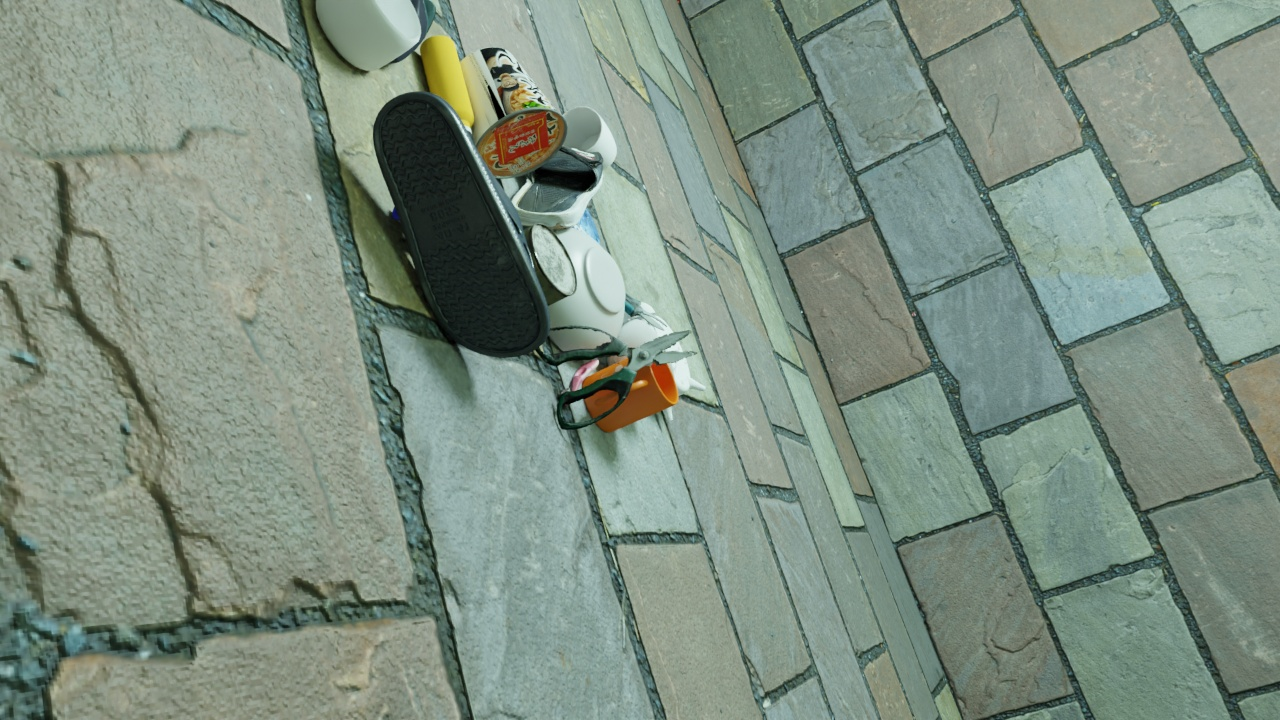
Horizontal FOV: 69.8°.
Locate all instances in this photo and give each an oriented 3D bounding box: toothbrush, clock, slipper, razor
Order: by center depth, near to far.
[{"bbox_3d":[-0.172,-0.128,0.897,0.083,0.111,0.268,-76,144,-74],"label":"slipper"},{"bbox_3d":[-0.271,-0.378,1.052,0.142,0.047,0.052,-85,170,-51],"label":"razor"},{"bbox_3d":[-0.074,0.022,1.128,0.134,0.022,0.016,-61,134,-65],"label":"toothbrush"},{"bbox_3d":[-0.109,-0.249,1.223,0.263,0.111,0.063,-76,172,-56],"label":"slipper"},{"bbox_3d":[-0.089,-0.173,1.276,0.125,0.052,0.088,49,24,-41],"label":"clock"},{"bbox_3d":[0.027,-0.006,1.354,0.161,0.073,0.125,58,20,-21],"label":"clock"}]

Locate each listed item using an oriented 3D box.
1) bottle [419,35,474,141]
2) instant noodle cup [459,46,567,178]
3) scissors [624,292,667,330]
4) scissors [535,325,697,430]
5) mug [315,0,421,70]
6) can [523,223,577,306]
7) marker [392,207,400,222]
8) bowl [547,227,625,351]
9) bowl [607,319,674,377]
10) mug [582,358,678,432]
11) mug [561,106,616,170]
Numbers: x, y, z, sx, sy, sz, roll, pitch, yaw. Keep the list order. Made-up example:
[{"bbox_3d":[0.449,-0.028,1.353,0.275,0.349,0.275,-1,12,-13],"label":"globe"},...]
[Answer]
[{"bbox_3d":[-0.227,-0.316,1.088,0.043,0.043,0.143,27,42,-62],"label":"bottle"},{"bbox_3d":[-0.172,-0.313,1.140,0.121,0.124,0.123,62,17,20],"label":"instant noodle cup"},{"bbox_3d":[-0.033,-0.091,1.301,0.154,0.019,0.126,14,31,-41],"label":"scissors"},{"bbox_3d":[-0.032,-0.015,1.084,0.137,0.209,0.015,57,-22,10],"label":"scissors"},{"bbox_3d":[-0.285,-0.364,0.949,0.094,0.068,0.115,11,57,-68],"label":"mug"},{"bbox_3d":[-0.128,-0.100,1.045,0.090,0.075,0.089,51,25,-35],"label":"can"},{"bbox_3d":[-0.205,-0.127,0.955,0.141,0.020,0.020,32,38,-59],"label":"marker"},{"bbox_3d":[-0.068,-0.093,1.163,0.176,0.066,0.176,38,43,-47],"label":"bowl"},{"bbox_3d":[-0.007,0.007,1.230,0.114,0.050,0.115,45,-31,37],"label":"bowl"},{"bbox_3d":[-0.018,0.039,1.137,0.077,0.096,0.112,66,19,2],"label":"mug"},{"bbox_3d":[-0.096,-0.358,1.471,0.114,0.081,0.087,39,3,21],"label":"mug"}]
